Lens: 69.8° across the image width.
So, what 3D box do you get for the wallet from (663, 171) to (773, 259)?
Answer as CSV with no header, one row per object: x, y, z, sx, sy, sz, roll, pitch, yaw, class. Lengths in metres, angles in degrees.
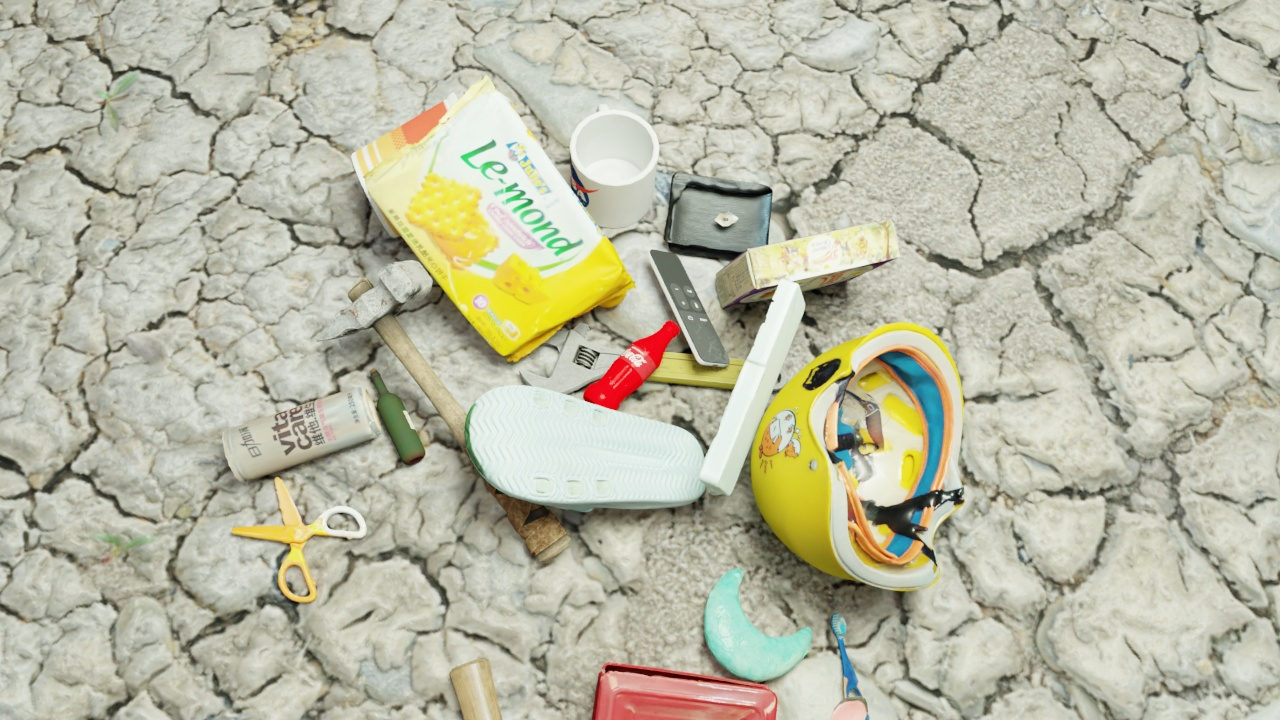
0.085,-0.154,1.000,0.115,0.026,0.089,9,70,0,wallet

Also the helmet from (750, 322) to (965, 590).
0.191,0.085,0.849,0.209,0.140,0.239,42,59,-28,helmet

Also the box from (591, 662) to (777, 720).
0.032,0.333,0.789,0.157,0.093,0.129,10,71,-3,box

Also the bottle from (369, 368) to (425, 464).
-0.243,0.053,0.906,0.025,0.025,0.106,-26,73,-12,bottle

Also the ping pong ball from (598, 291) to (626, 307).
-0.034,-0.075,0.957,0.040,0.040,0.040,1,69,-3,ping pong ball

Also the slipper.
-0.050,0.094,0.857,0.245,0.074,0.104,12,63,-27,slipper

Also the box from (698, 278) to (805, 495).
0.106,0.032,0.858,0.041,0.134,0.197,22,80,16,box

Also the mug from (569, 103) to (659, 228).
-0.032,-0.217,0.983,0.091,0.090,0.121,-8,70,-6,mug

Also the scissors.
-0.318,0.164,0.868,0.128,0.011,0.125,-23,74,-13,scissors

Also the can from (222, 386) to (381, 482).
-0.322,0.070,0.880,0.135,0.054,0.054,-18,72,-10,can

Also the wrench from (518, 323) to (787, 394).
0.014,0.010,0.939,0.273,0.018,0.083,7,69,-1,wrench

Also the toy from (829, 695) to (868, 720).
0.160,0.390,0.759,0.150,0.107,0.196,39,62,-27,toy

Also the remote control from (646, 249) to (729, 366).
0.049,-0.055,0.946,0.045,0.008,0.146,5,51,-44,remote control

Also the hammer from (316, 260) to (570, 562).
-0.176,0.056,0.870,0.122,0.048,0.318,-38,88,18,hammer

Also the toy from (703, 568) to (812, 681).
0.102,0.252,0.849,0.105,0.033,0.084,39,58,9,toy

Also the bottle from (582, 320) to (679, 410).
-0.005,0.005,0.909,0.036,0.036,0.118,41,73,11,bottle

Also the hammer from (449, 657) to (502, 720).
-0.100,0.407,0.779,0.132,0.040,0.305,-18,71,-6,hammer

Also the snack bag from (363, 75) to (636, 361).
-0.133,-0.128,0.892,0.160,0.068,0.247,-33,108,7,snack bag

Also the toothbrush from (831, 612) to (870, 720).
0.194,0.300,0.842,0.021,0.017,0.135,-6,70,-3,toothbrush

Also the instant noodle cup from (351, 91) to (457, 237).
-0.222,-0.195,0.955,0.121,0.123,0.123,-25,73,-4,instant noodle cup

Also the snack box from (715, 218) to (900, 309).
0.161,-0.095,0.917,0.148,0.143,0.040,-13,87,-8,snack box
